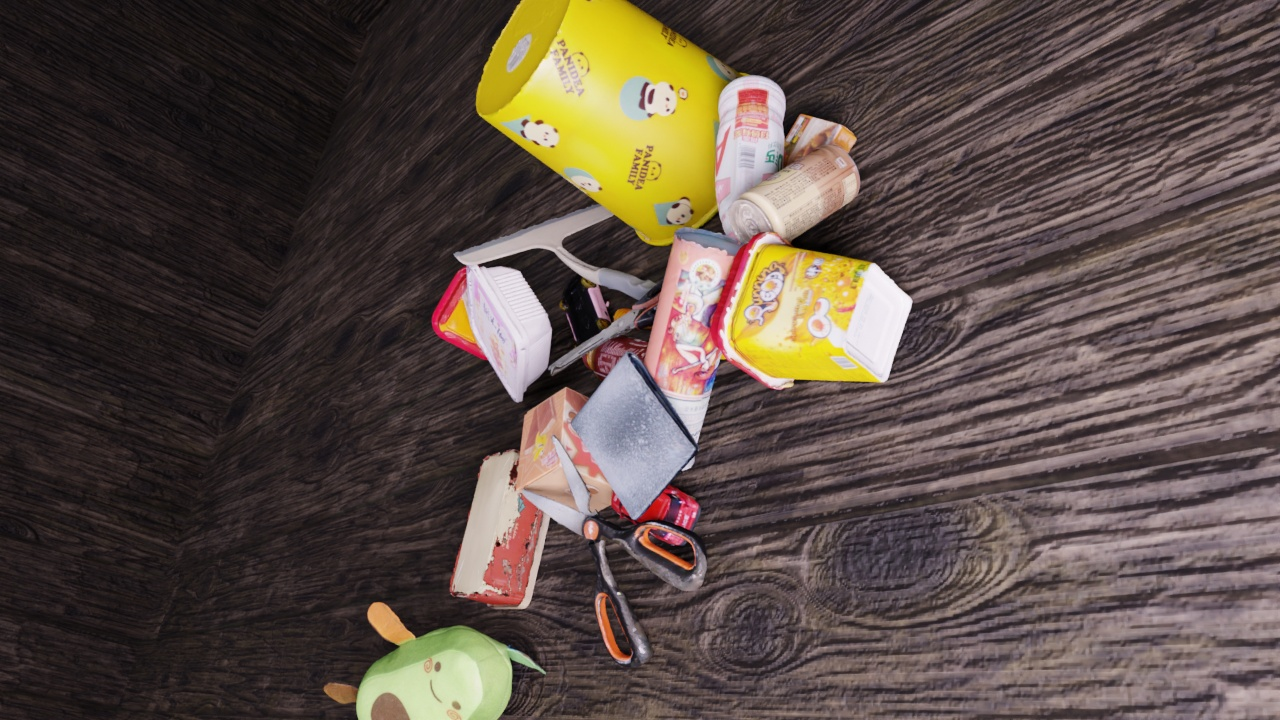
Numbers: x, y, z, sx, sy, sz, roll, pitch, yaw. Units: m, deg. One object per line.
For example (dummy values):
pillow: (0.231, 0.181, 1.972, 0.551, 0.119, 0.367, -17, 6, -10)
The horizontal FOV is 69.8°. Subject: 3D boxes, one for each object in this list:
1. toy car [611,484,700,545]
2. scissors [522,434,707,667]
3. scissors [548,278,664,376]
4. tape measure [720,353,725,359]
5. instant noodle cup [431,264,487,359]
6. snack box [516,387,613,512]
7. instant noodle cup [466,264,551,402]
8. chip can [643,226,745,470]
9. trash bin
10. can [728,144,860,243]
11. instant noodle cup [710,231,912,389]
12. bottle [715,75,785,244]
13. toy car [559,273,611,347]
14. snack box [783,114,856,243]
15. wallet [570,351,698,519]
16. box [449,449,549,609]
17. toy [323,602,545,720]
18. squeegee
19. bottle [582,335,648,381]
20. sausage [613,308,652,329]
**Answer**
toy car: (0.009, 0.135, 0.872, 0.121, 0.045, 0.053, 16, 79, 60)
scissors: (-0.032, 0.175, 0.841, 0.221, 0.021, 0.224, -3, 88, 39)
scissors: (-0.002, -0.039, 0.961, 0.195, 0.015, 0.205, 7, 51, 48)
tape measure: (0.081, -0.031, 0.902, 0.057, 0.029, 0.060, -61, 31, 4)
instant noodle cup: (-0.231, -0.079, 1.321, 0.117, 0.116, 0.124, -58, 20, 9)
snack box: (-0.067, 0.097, 0.961, 0.077, 0.092, 0.094, -33, 42, 39)
instant noodle cup: (-0.161, -0.041, 1.151, 0.138, 0.060, 0.174, 57, 157, 19)
chip can: (0.040, -0.009, 0.835, 0.071, 0.071, 0.215, -132, 50, -56)
trash bin: (-0.028, -0.288, 1.031, 0.230, 0.255, 0.229, -34, 42, 38)
can: (0.139, -0.145, 0.822, 0.116, 0.058, 0.059, -34, 23, -24)
instant noodle cup: (0.142, -0.036, 0.751, 0.124, 0.116, 0.116, 10, 75, 46)
bottle: (0.106, -0.182, 0.893, 0.068, 0.068, 0.196, -24, 52, 46)
toy car: (-0.063, -0.054, 1.122, 0.056, 0.037, 0.122, -45, 48, 31)
snack box: (0.145, -0.167, 0.909, 0.154, 0.026, 0.075, -59, 31, 8)
wallet: (-0.007, 0.067, 0.815, 0.097, 0.019, 0.121, -52, 55, 27)
box: (-0.160, 0.189, 1.043, 0.092, 0.079, 0.168, -19, 53, 50)
toy: (-0.219, 0.349, 0.944, 0.247, 0.227, 0.089, -38, -5, 25)
squeegee: (-0.046, -0.107, 1.085, 0.247, 0.245, 0.039, 29, 132, 37)
bottle: (-0.006, 0.006, 0.973, 0.175, 0.057, 0.057, 17, 82, 58)
sausage: (0.014, -0.045, 1.015, 0.165, 0.021, 0.021, 9, 75, 58)
